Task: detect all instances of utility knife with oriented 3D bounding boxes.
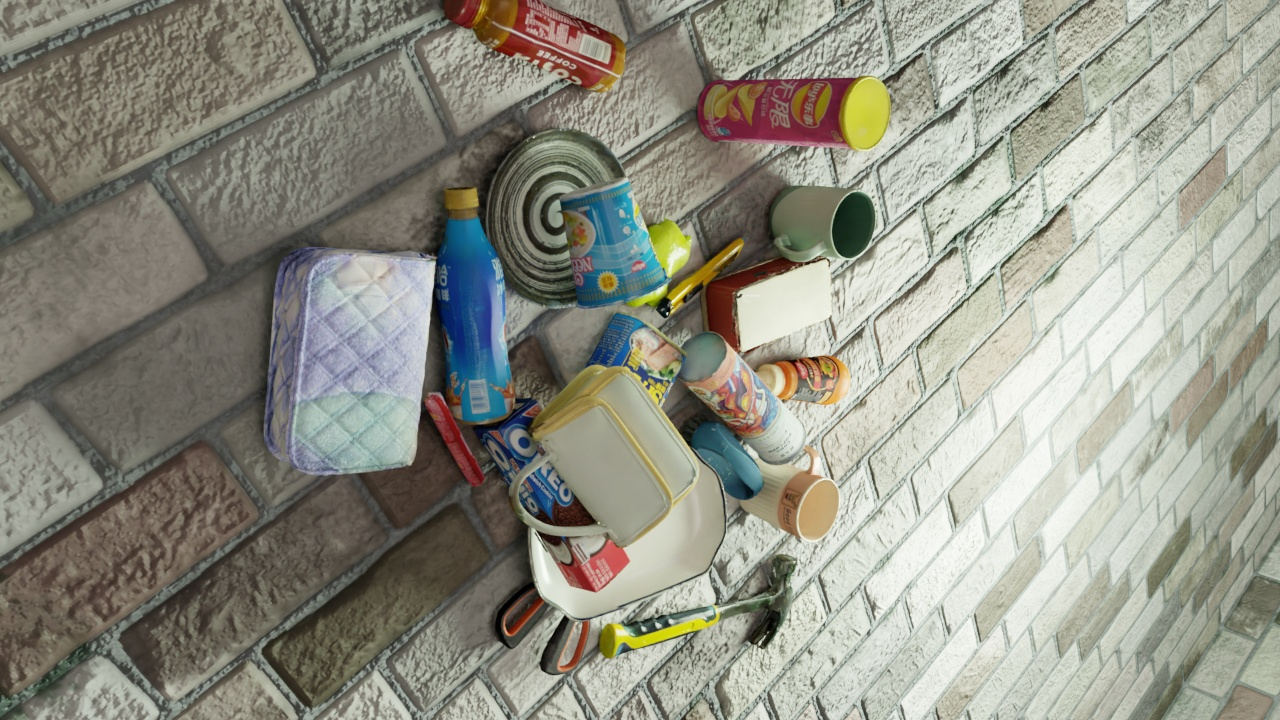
[{"bbox_3d":[0.075,-0.098,1.059,0.167,0.015,0.033,-41,160,-28],"label":"utility knife"}]

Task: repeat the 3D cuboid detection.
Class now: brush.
[{"bbox_3d":[0.109,0.125,1.123,0.055,0.073,0.144,-51,129,-12],"label":"brush"}]

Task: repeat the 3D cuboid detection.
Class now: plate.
[{"bbox_3d":[-0.015,0.191,1.041,0.265,0.034,0.162,-13,96,-33],"label":"plate"},{"bbox_3d":[-0.082,-0.142,0.923,0.179,0.024,0.179,-10,107,-38],"label":"plate"}]

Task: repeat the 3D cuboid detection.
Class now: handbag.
[{"bbox_3d":[-0.041,0.111,0.906,0.178,0.063,0.163,-44,110,-25],"label":"handbag"},{"bbox_3d":[-0.247,-0.003,0.791,0.134,0.076,0.194,1,103,-45],"label":"handbag"}]

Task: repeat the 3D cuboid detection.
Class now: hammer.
[{"bbox_3d":[0.082,0.336,1.188,0.322,0.032,0.126,-1,102,-40],"label":"hammer"}]

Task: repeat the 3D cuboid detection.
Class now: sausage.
[{"bbox_3d":[-0.178,0.077,0.882,0.020,0.020,0.156,-43,144,-23],"label":"sausage"}]

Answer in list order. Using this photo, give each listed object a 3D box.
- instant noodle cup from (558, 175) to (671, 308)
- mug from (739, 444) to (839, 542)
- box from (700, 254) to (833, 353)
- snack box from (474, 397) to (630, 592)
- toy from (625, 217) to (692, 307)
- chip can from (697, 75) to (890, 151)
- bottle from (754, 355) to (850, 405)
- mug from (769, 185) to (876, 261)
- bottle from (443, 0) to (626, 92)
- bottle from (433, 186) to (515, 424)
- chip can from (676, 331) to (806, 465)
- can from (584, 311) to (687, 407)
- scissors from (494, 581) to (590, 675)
[{"bbox_3d":[-0.032,-0.118,0.900,0.099,0.099,0.110,-26,108,-32],"label":"instant noodle cup"},{"bbox_3d":[0.192,0.162,1.181,0.081,0.106,0.114,2,101,-40],"label":"mug"},{"bbox_3d":[0.161,-0.069,1.110,0.168,0.077,0.091,-21,115,-33],"label":"box"},{"bbox_3d":[-0.089,0.138,0.939,0.057,0.058,0.207,-37,107,-31],"label":"snack box"},{"bbox_3d":[0.017,-0.107,1.010,0.096,0.031,0.100,-5,109,-42],"label":"toy"},{"bbox_3d":[0.154,-0.261,0.961,0.071,0.211,0.071,-13,111,-37],"label":"chip can"},{"bbox_3d":[0.201,0.025,1.185,0.149,0.067,0.067,1,102,-33],"label":"bottle"},{"bbox_3d":[0.207,-0.159,1.103,0.111,0.106,0.082,-46,127,-21],"label":"mug"},{"bbox_3d":[-0.095,-0.301,0.844,0.174,0.057,0.057,10,95,-41],"label":"bottle"},{"bbox_3d":[-0.159,-0.051,0.858,0.065,0.065,0.219,-16,111,-36],"label":"bottle"},{"bbox_3d":[0.123,0.049,1.100,0.214,0.071,0.071,43,74,-42],"label":"chip can"},{"bbox_3d":[-0.006,0.006,1.006,0.102,0.057,0.083,37,76,-40],"label":"can"},{"bbox_3d":[-0.068,0.254,1.043,0.226,0.022,0.198,-25,108,-32],"label":"scissors"}]
